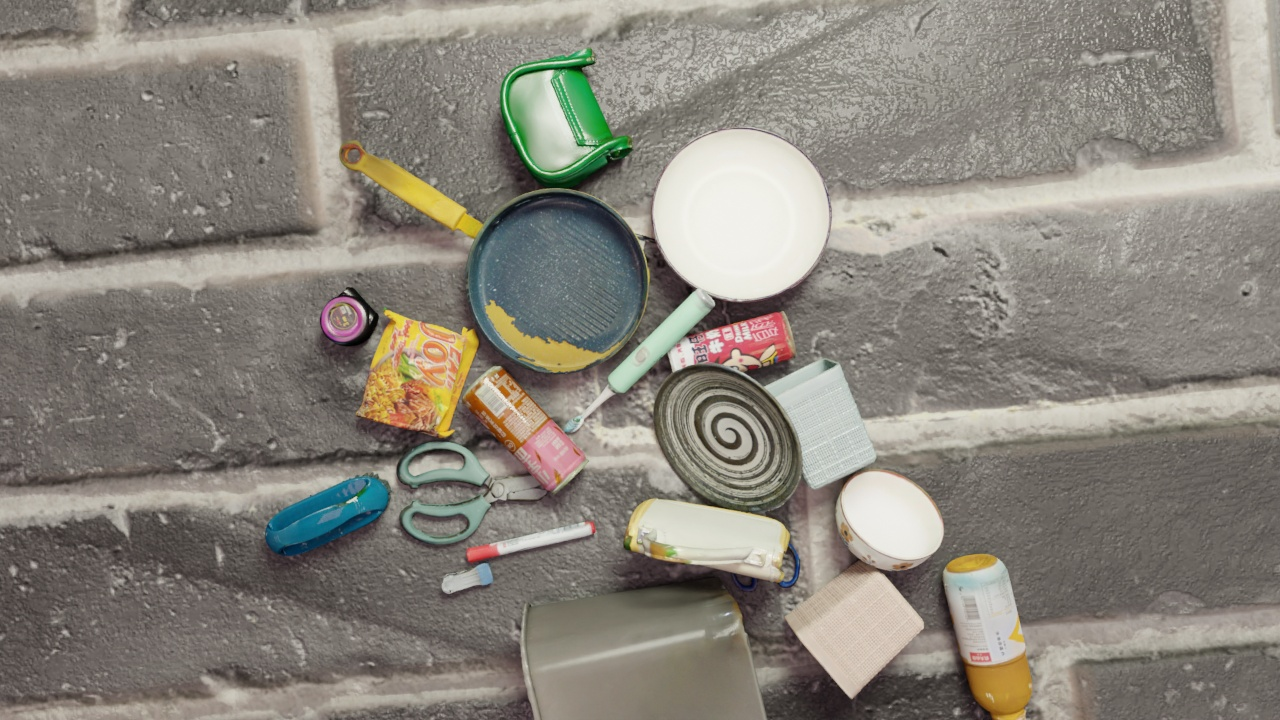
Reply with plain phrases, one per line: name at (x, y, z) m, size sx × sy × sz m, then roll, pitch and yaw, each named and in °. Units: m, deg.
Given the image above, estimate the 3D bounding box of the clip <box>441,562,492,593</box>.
clip at (-0.194, 0.245, 1.026) m, size 0.057 × 0.032 × 0.025 m, roll -16°, pitch 93°, yaw -6°

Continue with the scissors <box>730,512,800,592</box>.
scissors at (0.141, 0.174, 1.019) m, size 0.132 × 0.012 × 0.172 m, roll 21°, pitch 91°, yaw 2°

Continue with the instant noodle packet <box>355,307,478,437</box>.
instant noodle packet at (-0.245, 0.014, 1.008) m, size 0.111 × 0.044 × 0.128 m, roll 16°, pitch 92°, yaw -3°

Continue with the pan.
pan at (-0.157, -0.126, 0.977) m, size 0.357 × 0.078 × 0.198 m, roll 33°, pitch 96°, yaw 1°

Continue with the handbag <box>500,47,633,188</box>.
handbag at (-0.083, -0.258, 0.983) m, size 0.120 × 0.068 × 0.131 m, roll -25°, pitch 91°, yaw 1°

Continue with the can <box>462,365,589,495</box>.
can at (-0.126, 0.075, 0.998) m, size 0.058 × 0.058 × 0.147 m, roll -43°, pitch 90°, yaw 2°

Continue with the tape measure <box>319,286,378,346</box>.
tape measure at (-0.321, -0.044, 1.010) m, size 0.057 × 0.039 × 0.058 m, roll 45°, pitch 87°, yaw 0°

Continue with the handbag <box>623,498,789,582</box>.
handbag at (0.068, 0.183, 0.932) m, size 0.163 × 0.178 × 0.063 m, roll 9°, pitch 86°, yaw 11°

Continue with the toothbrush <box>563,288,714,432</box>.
toothbrush at (-0.006, 0.006, 0.982) m, size 0.225 × 0.027 × 0.026 m, roll -44°, pitch 71°, yaw 21°

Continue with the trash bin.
trash bin at (0.002, 0.334, 0.946) m, size 0.219 × 0.199 × 0.199 m, roll -14°, pitch 93°, yaw -6°

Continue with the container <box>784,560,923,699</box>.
container at (0.230, 0.282, 0.983) m, size 0.111 × 0.090 × 0.090 m, roll -41°, pitch 90°, yaw -2°

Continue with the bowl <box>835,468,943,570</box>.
bowl at (0.258, 0.179, 0.981) m, size 0.113 × 0.113 × 0.062 m, roll 16°, pitch 135°, yaw 1°

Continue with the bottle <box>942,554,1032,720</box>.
bottle at (0.378, 0.307, 0.988) m, size 0.068 × 0.068 × 0.189 m, roll -14°, pitch 91°, yaw 2°

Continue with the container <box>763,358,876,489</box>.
container at (0.188, 0.068, 0.977) m, size 0.090 × 0.090 × 0.111 m, roll -26°, pitch 93°, yaw 2°

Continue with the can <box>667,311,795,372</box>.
can at (0.097, -0.011, 0.993) m, size 0.133 × 0.053 × 0.053 m, roll -15°, pitch 91°, yaw 2°

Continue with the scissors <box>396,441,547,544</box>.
scissors at (-0.188, 0.132, 1.021) m, size 0.180 × 0.019 × 0.143 m, roll -14°, pitch 91°, yaw 3°

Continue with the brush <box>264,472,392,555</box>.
brush at (-0.343, 0.171, 0.999) m, size 0.144 × 0.073 × 0.055 m, roll -24°, pitch 96°, yaw 1°

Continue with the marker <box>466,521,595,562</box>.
marker at (-0.122, 0.202, 1.023) m, size 0.145 × 0.017 × 0.017 m, roll -13°, pitch 91°, yaw 2°

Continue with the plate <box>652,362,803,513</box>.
plate at (0.093, 0.080, 0.968) m, size 0.180 × 0.024 × 0.180 m, roll 19°, pitch 125°, yaw 30°

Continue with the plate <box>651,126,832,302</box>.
plate at (0.107, -0.154, 0.987) m, size 0.192 × 0.039 × 0.192 m, roll 0°, pitch 82°, yaw 0°

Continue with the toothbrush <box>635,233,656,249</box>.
toothbrush at (0.069, -0.113, 1.010) m, size 0.181 × 0.015 × 0.018 m, roll 14°, pitch 98°, yaw 2°
